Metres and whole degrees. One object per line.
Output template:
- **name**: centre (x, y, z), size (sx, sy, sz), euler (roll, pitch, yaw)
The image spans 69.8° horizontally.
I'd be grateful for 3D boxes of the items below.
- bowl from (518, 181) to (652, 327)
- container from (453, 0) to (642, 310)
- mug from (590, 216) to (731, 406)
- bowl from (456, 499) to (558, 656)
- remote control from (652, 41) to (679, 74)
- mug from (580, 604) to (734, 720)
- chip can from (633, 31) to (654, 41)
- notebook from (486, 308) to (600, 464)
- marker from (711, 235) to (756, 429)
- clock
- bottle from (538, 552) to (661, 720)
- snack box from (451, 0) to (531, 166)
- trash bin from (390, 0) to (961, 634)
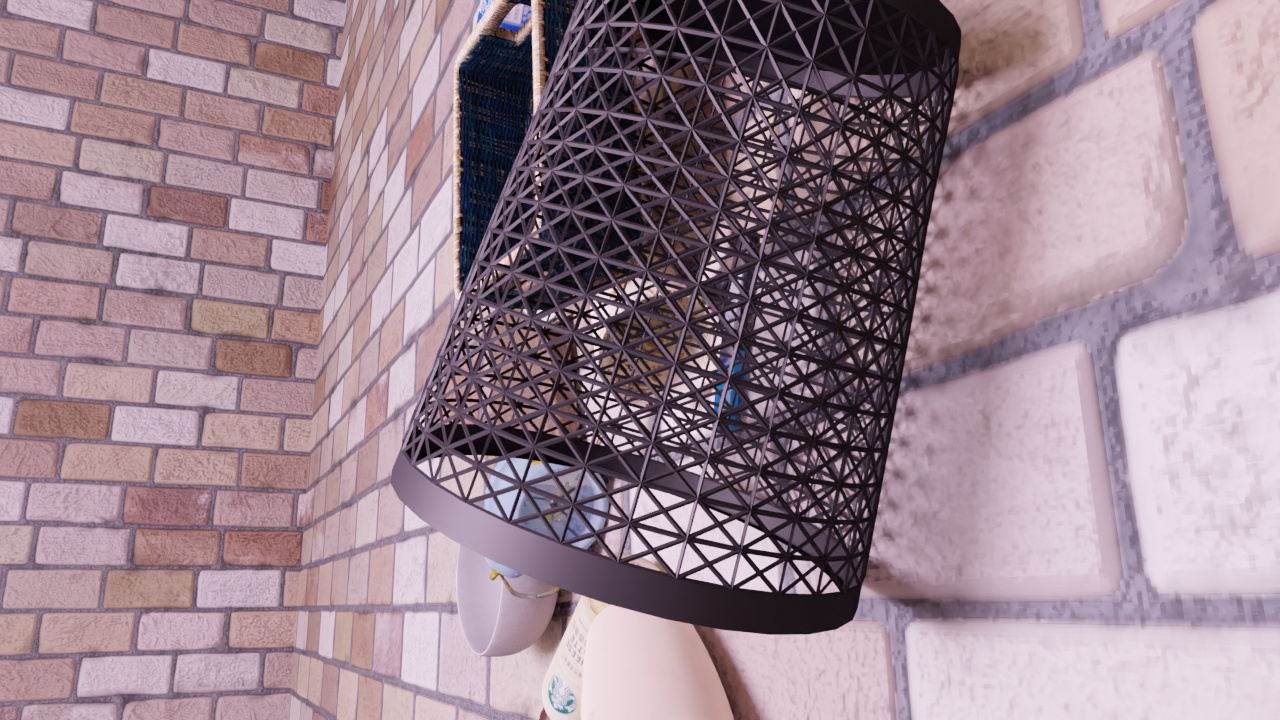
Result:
- **bowl**: centre (-0.038, -0.108, 0.702), size (0.177, 0.070, 0.177), euler (6, 90, 65)
- **container**: centre (-0.064, -0.139, 0.594), size (0.146, 0.071, 0.187), euler (-23, 66, 57)
- **mug**: centre (0.015, -0.044, 0.593), size (0.122, 0.081, 0.097), euler (-52, 28, 17)
- **bowl**: centre (-0.108, 0.181, 0.783), size (0.132, 0.064, 0.131), euler (-19, 69, 62)
- **remote control**: centre (0.036, -0.265, 0.654), size (0.125, 0.010, 0.039), euler (-62, 33, 38)
- **mug**: centre (0.009, 0.205, 0.535), size (0.104, 0.085, 0.112), euler (-107, 4, -57)
- **chip can**: centre (0.008, -0.249, 0.622), size (0.210, 0.062, 0.062), euler (40, 119, 60)
- **notebook**: centre (-0.091, 0.010, 0.827), size (0.191, 0.034, 0.215), euler (-47, 44, 50)
- **marker**: centre (0.058, -0.018, 0.549), size (0.018, 0.015, 0.123), euler (-1, 80, 61)
- **clock**: centre (-0.073, 0.122, 0.701), size (0.052, 0.088, 0.124), euler (20, 100, 57)
- **bottle**: centre (-0.031, 0.207, 0.629), size (0.162, 0.056, 0.056), euler (-68, 30, 29)
- **snack box**: centre (-0.094, -0.244, 0.695), size (0.059, 0.059, 0.227), euler (51, 132, 54)
- **trash bin**: centre (0.027, -0.039, 0.415), size (0.217, 0.216, 0.243), euler (25, 100, 63)
